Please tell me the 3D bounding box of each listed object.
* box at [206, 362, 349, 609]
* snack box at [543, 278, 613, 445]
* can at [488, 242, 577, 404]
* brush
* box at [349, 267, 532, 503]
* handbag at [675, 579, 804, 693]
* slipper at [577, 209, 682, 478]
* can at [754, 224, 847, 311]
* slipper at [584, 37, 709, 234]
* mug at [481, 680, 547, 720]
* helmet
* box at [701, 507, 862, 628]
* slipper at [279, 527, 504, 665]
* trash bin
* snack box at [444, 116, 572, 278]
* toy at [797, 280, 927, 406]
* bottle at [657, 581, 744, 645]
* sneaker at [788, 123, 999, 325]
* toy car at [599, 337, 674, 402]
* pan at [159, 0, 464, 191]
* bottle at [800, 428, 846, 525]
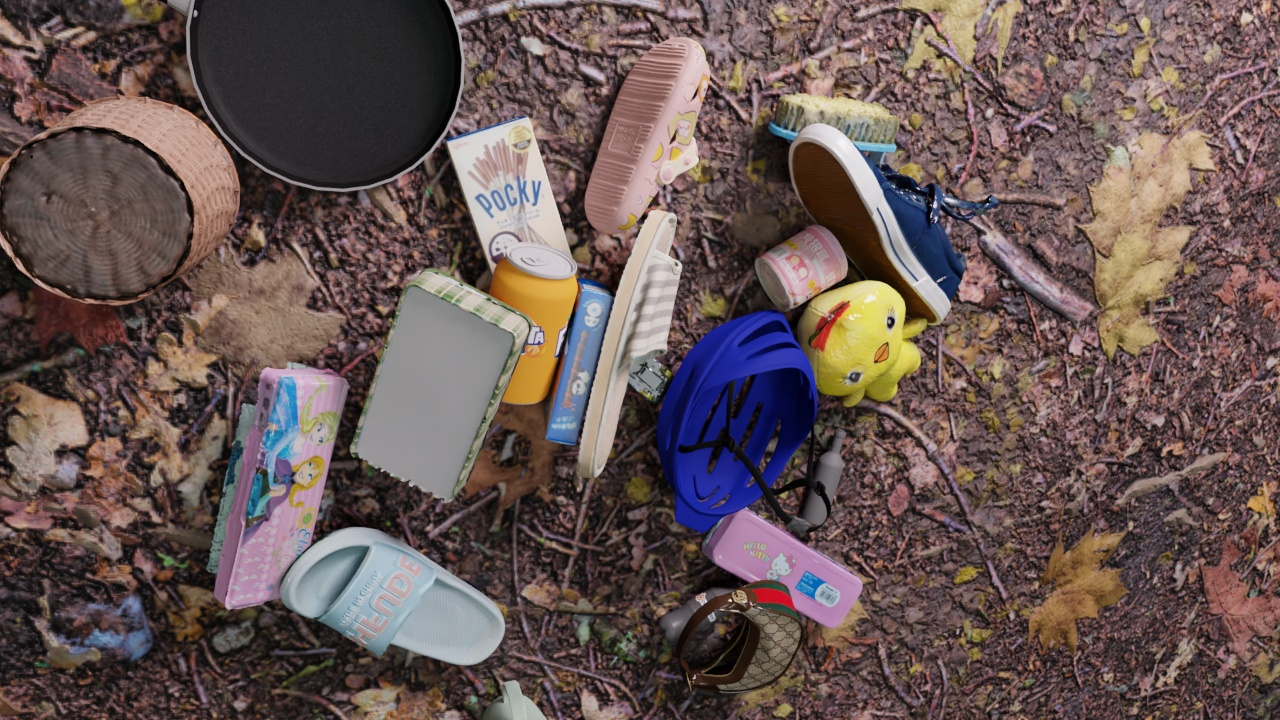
[{"bbox_3d":[-0.352,0.112,0.872,0.084,0.077,0.230,2,107,-57],"label":"box"},{"bbox_3d":[-0.064,-0.001,0.907,0.034,0.087,0.151,13,101,-9],"label":"snack box"},{"bbox_3d":[-0.110,-0.033,0.871,0.079,0.079,0.143,7,119,-20],"label":"can"},{"bbox_3d":[0.194,-0.230,0.952,0.135,0.055,0.075,1,126,-19],"label":"brush"},{"bbox_3d":[-0.185,0.026,0.845,0.117,0.050,0.206,25,118,0],"label":"box"},{"bbox_3d":[0.107,0.322,1.051,0.138,0.063,0.167,3,127,-16],"label":"handbag"},{"bbox_3d":[-0.007,-0.012,0.896,0.054,0.114,0.272,18,92,13],"label":"slipper"},{"bbox_3d":[0.170,-0.099,0.971,0.076,0.067,0.067,-31,112,-8],"label":"can"},{"bbox_3d":[0.015,-0.209,0.887,0.081,0.093,0.197,19,101,-42],"label":"slipper"},{"bbox_3d":[-0.133,0.401,0.988,0.084,0.104,0.111,-7,107,-17],"label":"mug"},{"bbox_3d":[0.118,0.071,0.914,0.147,0.228,0.241,28,91,-31],"label":"helmet"},{"bbox_3d":[0.168,0.243,1.083,0.214,0.036,0.076,33,89,-23],"label":"box"},{"bbox_3d":[-0.235,0.247,0.918,0.245,0.074,0.104,34,88,-31],"label":"slipper"},{"bbox_3d":[-0.395,-0.126,0.698,0.151,0.210,0.151,-5,105,-17],"label":"trash bin"},{"bbox_3d":[-0.124,-0.150,0.881,0.082,0.026,0.150,-21,111,-11],"label":"snack box"},{"bbox_3d":[0.243,-0.015,1.003,0.207,0.092,0.134,32,98,-38],"label":"toy"},{"bbox_3d":[0.073,0.289,1.062,0.109,0.036,0.036,-28,111,-10],"label":"bottle"},{"bbox_3d":[0.268,-0.164,0.956,0.294,0.121,0.127,39,80,-37],"label":"sneaker"},{"bbox_3d":[-0.006,0.006,0.961,0.090,0.027,0.038,41,88,-7],"label":"toy car"},{"bbox_3d":[-0.326,-0.282,0.773,0.356,0.034,0.225,18,98,-22],"label":"pan"},{"bbox_3d":[0.218,0.134,1.070,0.030,0.030,0.113,11,101,-21],"label":"bottle"}]
